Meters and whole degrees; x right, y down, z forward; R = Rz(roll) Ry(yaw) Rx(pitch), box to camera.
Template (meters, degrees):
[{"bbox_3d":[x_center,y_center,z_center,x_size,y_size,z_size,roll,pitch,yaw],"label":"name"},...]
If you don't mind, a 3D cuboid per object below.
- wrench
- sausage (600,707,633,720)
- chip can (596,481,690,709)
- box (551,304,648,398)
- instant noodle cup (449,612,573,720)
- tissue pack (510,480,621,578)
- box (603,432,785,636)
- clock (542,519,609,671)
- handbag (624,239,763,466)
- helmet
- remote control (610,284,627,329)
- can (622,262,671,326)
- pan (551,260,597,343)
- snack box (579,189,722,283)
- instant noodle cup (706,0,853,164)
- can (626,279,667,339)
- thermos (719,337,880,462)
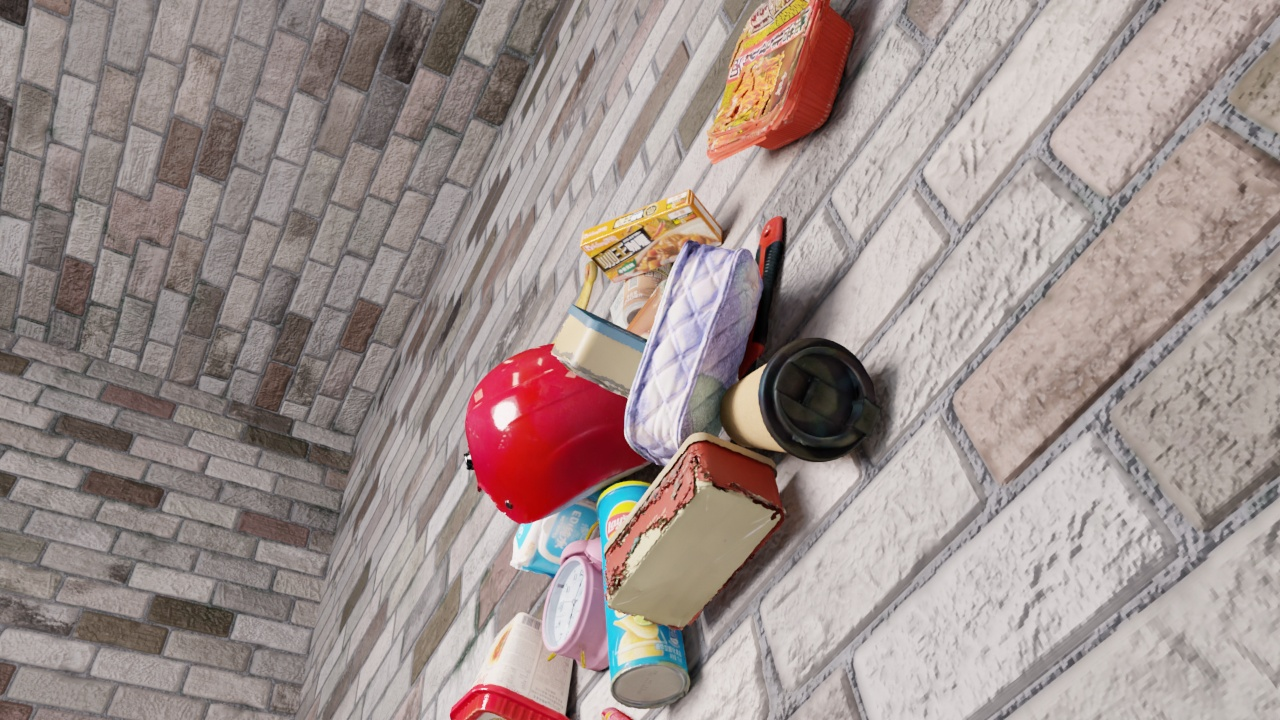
[{"bbox_3d":[0.108,-0.026,0.876,0.056,0.016,0.272,-29,42,56],"label":"wrench"},{"bbox_3d":[-0.004,0.337,0.827,0.156,0.020,0.020,-14,58,65],"label":"sausage"},{"bbox_3d":[-0.001,0.213,0.861,0.071,0.071,0.209,-56,25,32],"label":"chip can"},{"bbox_3d":[-0.005,0.005,0.907,0.060,0.184,0.090,-62,26,3],"label":"box"},{"bbox_3d":[-0.131,0.357,1.007,0.117,0.116,0.124,-50,16,41],"label":"instant noodle cup"},{"bbox_3d":[-0.085,0.189,1.060,0.140,0.090,0.063,-66,17,9],"label":"tissue pack"},{"bbox_3d":[0.039,0.149,0.752,0.169,0.091,0.076,-56,21,31],"label":"box"},{"bbox_3d":[-0.053,0.245,0.974,0.117,0.059,0.158,-26,45,60],"label":"clock"},{"bbox_3d":[0.048,-0.004,0.815,0.193,0.076,0.134,-70,-23,-14],"label":"handbag"},{"bbox_3d":[-0.103,0.052,1.010,0.240,0.206,0.144,31,140,57],"label":"helmet"},{"bbox_3d":[-0.018,-0.053,1.211,0.049,0.024,0.124,-58,23,26],"label":"remote control"},{"bbox_3d":[0.009,-0.092,1.133,0.059,0.058,0.116,-48,29,43],"label":"can"},{"bbox_3d":[-0.129,0.027,1.312,0.197,0.078,0.358,-133,51,-61],"label":"pan"},{"bbox_3d":[0.012,-0.142,1.065,0.154,0.075,0.026,-17,48,31],"label":"snack box"},{"bbox_3d":[0.147,-0.293,0.951,0.165,0.079,0.188,-3,67,68],"label":"instant noodle cup"},{"bbox_3d":[0.012,-0.028,1.067,0.148,0.058,0.057,-52,27,38],"label":"can"},{"bbox_3d":[0.117,0.036,0.724,0.143,0.093,0.093,151,136,-72],"label":"thermos"}]
